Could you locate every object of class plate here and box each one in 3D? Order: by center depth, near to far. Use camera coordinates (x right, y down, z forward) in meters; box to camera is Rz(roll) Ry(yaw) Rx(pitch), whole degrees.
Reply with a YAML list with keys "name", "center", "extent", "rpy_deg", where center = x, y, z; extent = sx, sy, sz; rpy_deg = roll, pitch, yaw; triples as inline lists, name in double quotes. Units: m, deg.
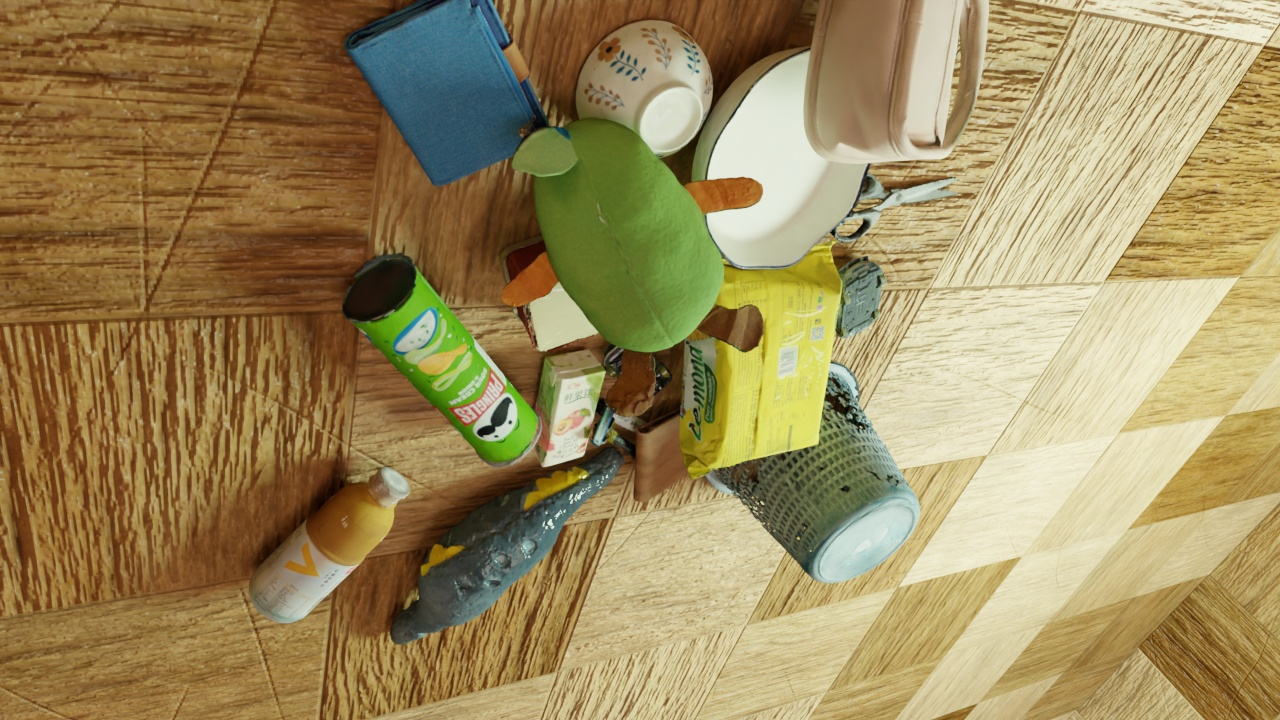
- name: "plate"
  center: [0.126, -0.179, 0.812]
  extent: [0.204, 0.045, 0.205]
  rpy_deg: [-24, 134, -28]

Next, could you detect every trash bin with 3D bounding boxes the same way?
- name: "trash bin"
  center: [0.216, 0.144, 1.093]
  extent: [0.226, 0.195, 0.227]
  rpy_deg: [-17, 136, -18]

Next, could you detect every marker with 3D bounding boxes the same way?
- name: "marker"
  center: [-0.004, 0.070, 1.019]
  extent: [0.130, 0.018, 0.022]
  rpy_deg: [32, 84, -46]

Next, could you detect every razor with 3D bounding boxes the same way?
- name: "razor"
  center: [-0.023, 0.086, 0.999]
  extent: [0.042, 0.022, 0.142]
  rpy_deg: [-66, 153, -10]

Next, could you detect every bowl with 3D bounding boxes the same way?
- name: "bowl"
  center: [0.011, -0.204, 0.731]
  extent: [0.113, 0.062, 0.114]
  rpy_deg: [-18, 138, -17]

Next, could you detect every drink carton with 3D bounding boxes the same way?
- name: "drink carton"
  center: [-0.077, 0.047, 0.929]
  extent: [0.053, 0.045, 0.123]
  rpy_deg: [-12, 136, -30]

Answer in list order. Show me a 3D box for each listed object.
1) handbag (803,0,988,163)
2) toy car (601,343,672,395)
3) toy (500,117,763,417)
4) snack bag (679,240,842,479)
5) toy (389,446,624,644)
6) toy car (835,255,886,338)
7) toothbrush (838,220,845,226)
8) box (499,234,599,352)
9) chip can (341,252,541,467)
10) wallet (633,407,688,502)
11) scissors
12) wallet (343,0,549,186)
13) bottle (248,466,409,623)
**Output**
- name: "handbag"
  center: [0.241, -0.256, 0.778]
  extent: [0.233, 0.093, 0.193]
  rpy_deg: [-3, 103, -49]
- name: "toy car"
  center: [-0.006, 0.005, 0.942]
  extent: [0.042, 0.035, 0.090]
  rpy_deg: [-43, 138, 9]
- name: "toy"
  center: [-0.006, -0.084, 0.728]
  extent: [0.227, 0.090, 0.247]
  rpy_deg: [-25, 114, 6]
- name: "snack bag"
  center: [0.125, 0.000, 0.936]
  extent: [0.157, 0.068, 0.247]
  rpy_deg: [-10, 118, -23]
- name: "toy"
  center: [-0.168, 0.216, 1.015]
  extent: [0.357, 0.091, 0.137]
  rpy_deg: [-41, 166, 11]
- name: "toy car"
  center: [0.240, -0.069, 1.024]
  extent: [0.054, 0.036, 0.121]
  rpy_deg: [-29, 149, -6]
- name: "toothbrush"
  center: [0.125, -0.108, 0.929]
  extent: [0.191, 0.016, 0.018]
  rpy_deg: [-26, 128, -9]
- name: "box"
  center: [-0.029, -0.071, 0.820]
  extent: [0.168, 0.079, 0.091]
  rpy_deg: [-20, 137, -13]
- name: "chip can"
  center: [-0.169, 0.007, 0.815]
  extent: [0.072, 0.072, 0.236]
  rpy_deg: [-32, 138, -1]
- name: "wallet"
  center: [0.039, 0.099, 1.046]
  extent: [0.115, 0.020, 0.101]
  rpy_deg: [-24, 133, -35]
- name: "scissors"
  center: [0.265, -0.175, 0.948]
  extent: [0.172, 0.014, 0.145]
  rpy_deg: [-45, 129, -5]
- name: "wallet"
  center: [-0.134, -0.198, 0.664]
  extent: [0.106, 0.040, 0.133]
  rpy_deg: [-24, 141, 3]
- name: "bottle"
  center: [-0.302, 0.178, 0.899]
  extent: [0.190, 0.068, 0.068]
  rpy_deg: [-43, 138, 12]
